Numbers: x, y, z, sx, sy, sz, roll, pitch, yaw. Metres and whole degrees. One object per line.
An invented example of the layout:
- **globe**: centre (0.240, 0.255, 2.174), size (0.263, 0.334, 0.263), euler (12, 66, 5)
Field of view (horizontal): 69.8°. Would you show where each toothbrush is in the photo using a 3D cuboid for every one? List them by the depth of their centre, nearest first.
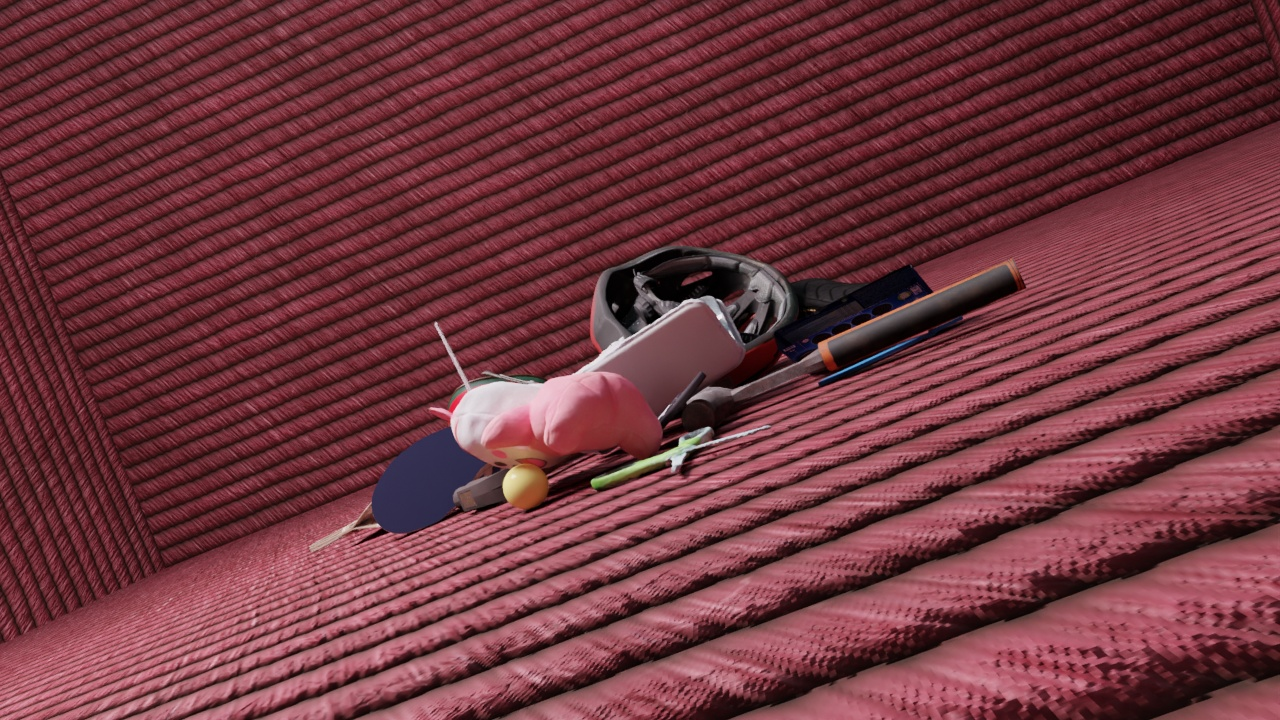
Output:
- **toothbrush**: centre (0.237, -0.013, 0.869), size (0.166, 0.014, 0.016), euler (-23, 1, -17)
- **toothbrush**: centre (-0.195, 0.039, 1.041), size (0.010, 0.181, 0.010), euler (-26, -2, -43)

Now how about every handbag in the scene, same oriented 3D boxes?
- **handbag**: centre (-0.352, 0.203, 1.217), size (0.198, 0.062, 0.175), euler (-28, 1, 8)
- **handbag**: centre (-0.172, 0.088, 1.218), size (0.166, 0.139, 0.063), euler (-5, 38, -10)

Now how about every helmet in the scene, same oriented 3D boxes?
- **helmet**: centre (0.067, -0.042, 1.121), size (0.271, 0.217, 0.167), euler (-21, -41, -27)

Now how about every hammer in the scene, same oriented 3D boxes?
- **hammer**: centre (0.192, -0.013, 0.840), size (0.315, 0.035, 0.137), euler (-25, 0, 16)
- **hammer**: centre (-0.067, 0.099, 1.059), size (0.322, 0.033, 0.116), euler (-22, -1, -42)

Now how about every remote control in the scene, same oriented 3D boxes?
- **remote control**: centre (0.027, 0.048, 0.841), size (0.046, 0.009, 0.125), euler (-50, -3, -34)

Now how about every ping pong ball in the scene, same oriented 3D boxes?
- **ping pong ball**: centre (-0.100, 0.110, 0.803), size (0.040, 0.040, 0.040), euler (-22, 1, 0)

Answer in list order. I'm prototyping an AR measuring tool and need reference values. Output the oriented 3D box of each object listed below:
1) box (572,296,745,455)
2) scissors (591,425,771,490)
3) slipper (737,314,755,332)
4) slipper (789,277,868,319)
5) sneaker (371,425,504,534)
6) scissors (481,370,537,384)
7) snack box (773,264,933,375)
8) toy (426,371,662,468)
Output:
- **box**: centre (-0.007, 0.005, 0.934), size (0.216, 0.106, 0.124), euler (-37, -33, 17)
- **scissors**: centre (0.033, 0.071, 0.727), size (0.172, 0.023, 0.167), euler (-19, -3, 33)
- **slipper**: centre (0.093, 0.016, 1.287), size (0.249, 0.059, 0.103), euler (-39, -5, 25)
- **slipper**: centre (0.253, -0.056, 1.143), size (0.112, 0.076, 0.268), euler (-18, 15, -21)
- **sneaker**: centre (-0.215, 0.129, 1.094), size (0.232, 0.091, 0.119), euler (-39, -8, -22)
- **scissors**: centre (-0.101, 0.039, 1.118), size (0.187, 0.015, 0.179), euler (10, 5, -14)
- **snack box**: centre (0.216, -0.037, 0.910), size (0.150, 0.027, 0.082), euler (-27, -34, 26)
- **toy**: centre (-0.090, 0.058, 0.848), size (0.141, 0.084, 0.214), euler (10, -15, -41)
